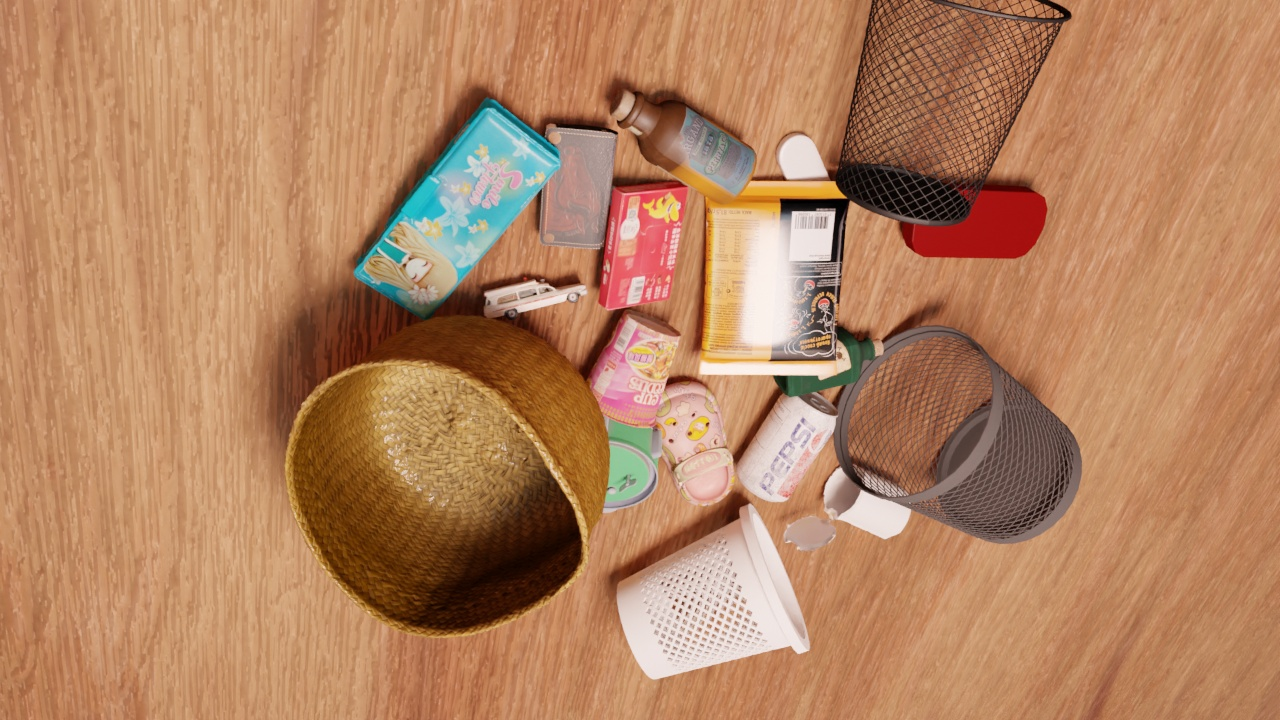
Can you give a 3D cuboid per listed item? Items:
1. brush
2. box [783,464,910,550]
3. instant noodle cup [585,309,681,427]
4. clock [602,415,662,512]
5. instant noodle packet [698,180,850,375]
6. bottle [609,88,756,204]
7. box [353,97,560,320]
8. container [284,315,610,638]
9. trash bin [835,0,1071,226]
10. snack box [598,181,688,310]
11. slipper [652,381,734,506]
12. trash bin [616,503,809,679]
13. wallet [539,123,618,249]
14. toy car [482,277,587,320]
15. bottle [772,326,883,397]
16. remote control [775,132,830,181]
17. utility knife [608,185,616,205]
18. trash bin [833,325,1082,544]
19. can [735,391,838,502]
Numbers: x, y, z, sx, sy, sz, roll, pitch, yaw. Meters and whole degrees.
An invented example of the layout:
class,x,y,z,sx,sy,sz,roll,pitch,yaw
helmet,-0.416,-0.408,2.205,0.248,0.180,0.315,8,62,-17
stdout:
class,x,y,z,sx,sy,sz,roll,pitch,yaw
brush,0.386,-0.165,1.072,0.173,0.041,0.082,-1,119,-16
box,0.277,0.211,1.226,0.140,0.083,0.142,28,96,-27
instant noodle cup,-0.006,0.006,1.034,0.097,0.097,0.109,17,106,-24
clock,-0.050,0.131,1.089,0.122,0.075,0.162,26,129,-19
instant noodle packet,0.148,-0.089,1.026,0.160,0.032,0.221,0,107,-3
bottle,0.039,-0.222,0.925,0.157,0.067,0.068,26,109,-27
box,-0.183,-0.146,0.909,0.094,0.041,0.227,35,113,-26
container,-0.183,0.103,0.935,0.307,0.196,0.307,4,115,9
trash bin,0.294,-0.260,0.918,0.184,0.184,0.211,0,125,-16
snack box,0.003,-0.122,0.981,0.089,0.021,0.133,-13,125,-36
slipper,0.073,0.115,1.122,0.093,0.081,0.197,-25,125,-2
trash bin,0.087,0.314,1.191,0.200,0.195,0.195,-24,123,9
wallet,-0.065,-0.176,0.933,0.072,0.019,0.123,4,118,-7
toy car,-0.115,-0.071,0.988,0.113,0.039,0.039,-16,101,-8
bottle,0.229,-0.003,1.109,0.131,0.061,0.061,-12,119,-9
remote control,0.190,-0.191,1.018,0.043,0.013,0.136,-32,123,3
utility knife,-0.070,-0.187,0.947,0.126,0.015,0.022,19,113,-21
trash bin,0.398,0.103,1.135,0.227,0.217,0.218,28,108,-32
can,0.183,0.105,1.148,0.078,0.078,0.136,20,112,-25
